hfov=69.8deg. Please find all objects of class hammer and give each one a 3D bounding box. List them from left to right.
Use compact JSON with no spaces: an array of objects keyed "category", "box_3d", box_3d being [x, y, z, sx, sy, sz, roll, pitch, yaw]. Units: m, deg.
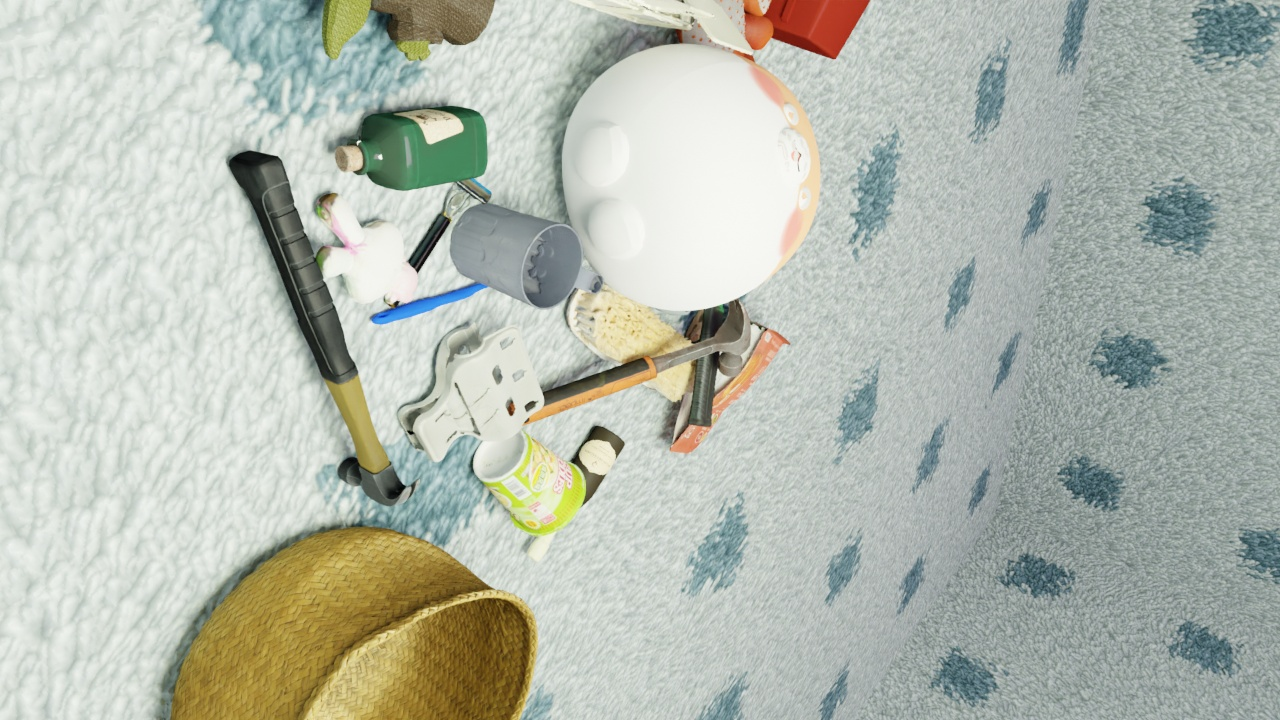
[{"category":"hammer","box_3d":[-0.259,-0.011,0.765,0.025,0.118,0.333,-37,131,-36]},{"category":"hammer","box_3d":[-0.006,0.006,1.073,0.313,0.035,0.138,-19,141,-22]},{"category":"hammer","box_3d":[0.096,-0.072,1.207,0.130,0.032,0.318,13,82,-59]}]

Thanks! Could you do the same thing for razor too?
[{"category":"razor","box_3d":[-0.196,-0.112,0.860,0.043,0.022,0.144,37,82,-30]}]

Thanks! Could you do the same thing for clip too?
[{"category":"clip","box_3d":[-0.182,0.034,0.947,0.152,0.096,0.126,-30,133,-15]},{"category":"clip","box_3d":[0.093,-0.048,1.281,0.060,0.041,0.024,-59,144,-22]}]

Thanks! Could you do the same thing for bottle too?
[{"category":"bottle","box_3d":[-0.197,-0.179,0.780,0.131,0.061,0.061,-24,125,-46]},{"category":"bottle","box_3d":[-0.086,0.169,1.151,0.184,0.045,0.045,-57,145,-15]}]

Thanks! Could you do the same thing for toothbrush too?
[{"category":"toothbrush","box_3d":[-0.188,-0.059,0.905,0.182,0.016,0.018,-25,133,-46]}]

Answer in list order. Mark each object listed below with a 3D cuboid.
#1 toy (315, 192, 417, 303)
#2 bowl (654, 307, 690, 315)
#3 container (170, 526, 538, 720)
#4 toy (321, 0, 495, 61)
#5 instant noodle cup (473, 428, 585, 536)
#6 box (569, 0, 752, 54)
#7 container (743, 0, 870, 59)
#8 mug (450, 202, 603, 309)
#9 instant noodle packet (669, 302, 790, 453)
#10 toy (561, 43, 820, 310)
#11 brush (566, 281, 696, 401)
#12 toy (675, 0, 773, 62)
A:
[{"category":"toy","box_3d":[-0.237,-0.087,0.794,0.122,0.038,0.079,40,54,-54]},{"category":"bowl","box_3d":[0.025,-0.102,1.129,0.106,0.039,0.106,-16,90,-70]},{"category":"container","box_3d":[-0.267,0.315,0.850,0.306,0.197,0.307,-30,130,-44]},{"category":"toy","box_3d":[-0.178,-0.311,0.718,0.152,0.078,0.179,7,102,-48]},{"category":"instant noodle cup","box_3d":[-0.129,0.131,1.034,0.098,0.099,0.108,-55,137,-18]},{"category":"box","box_3d":[0.006,-0.333,0.863,0.143,0.184,0.050,-3,113,-46]},{"category":"container","box_3d":[0.219,-0.487,1.107,0.126,0.148,0.201,4,114,-54]},{"category":"mug","box_3d":[-0.110,-0.101,0.908,0.123,0.104,0.084,14,97,-56]},{"category":"instant noodle packet","box_3d":[0.119,0.042,1.325,0.221,0.084,0.164,-60,164,4]},{"category":"toy","box_3d":[0.063,-0.188,0.942,0.280,0.266,0.263,-17,101,-37]},{"category":"brush","box_3d":[-0.003,-0.022,1.147,0.083,0.057,0.271,-62,146,-7]},{"category":"toy","box_3d":[0.098,-0.349,1.068,0.163,0.093,0.173,-51,146,-33]}]
